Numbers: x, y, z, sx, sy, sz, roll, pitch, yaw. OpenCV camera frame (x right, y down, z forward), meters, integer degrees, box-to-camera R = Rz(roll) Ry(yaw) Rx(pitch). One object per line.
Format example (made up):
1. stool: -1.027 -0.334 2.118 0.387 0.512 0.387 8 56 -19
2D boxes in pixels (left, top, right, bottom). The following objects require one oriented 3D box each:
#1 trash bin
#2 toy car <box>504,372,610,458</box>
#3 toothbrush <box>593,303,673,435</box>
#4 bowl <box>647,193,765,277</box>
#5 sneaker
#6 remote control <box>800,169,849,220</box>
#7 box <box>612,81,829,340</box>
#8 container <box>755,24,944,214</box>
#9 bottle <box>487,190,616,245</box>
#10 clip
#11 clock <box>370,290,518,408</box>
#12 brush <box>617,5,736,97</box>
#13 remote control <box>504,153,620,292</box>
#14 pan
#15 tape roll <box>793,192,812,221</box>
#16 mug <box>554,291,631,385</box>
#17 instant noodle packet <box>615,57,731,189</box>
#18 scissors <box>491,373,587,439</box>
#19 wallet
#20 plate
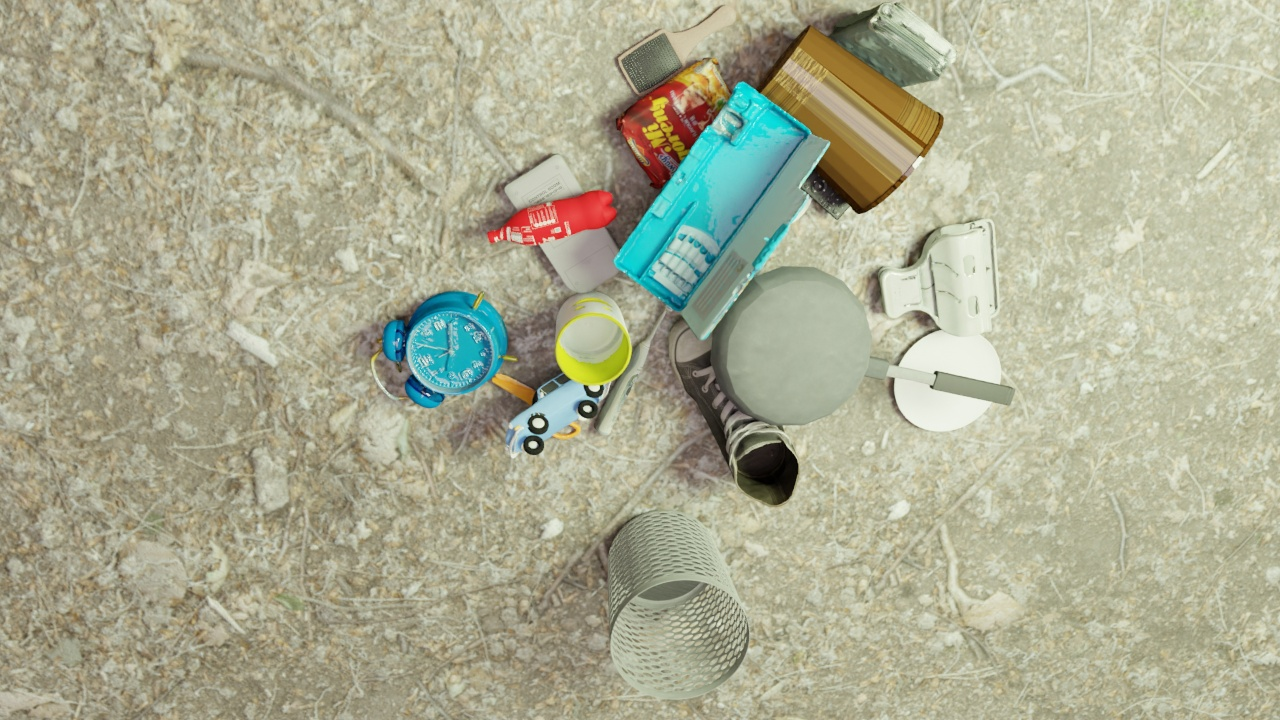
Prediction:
1. trash bin: 0.036 0.282 1.103 0.156 0.183 0.156 -2 109 -5
2. toy car: -0.097 0.054 1.051 0.055 0.153 0.056 44 145 19
3. toothbrush: -0.007 0.006 1.092 0.024 0.022 0.186 35 106 26
4. bowl: 0.074 -0.126 1.019 0.150 0.074 0.151 1 112 2
5. sneaker: 0.109 0.057 1.069 0.095 0.119 0.235 -23 106 3
6. remote control: 0.181 -0.212 1.025 0.140 0.009 0.030 38 102 -16
7. box: 0.093 -0.145 0.926 0.227 0.171 0.084 -54 145 13
8. container: 0.211 -0.260 0.972 0.167 0.132 0.132 37 102 -9
9. bottle: -0.097 -0.151 0.998 0.141 0.042 0.042 -15 109 0
10. clip: 0.355 -0.088 1.063 0.151 0.104 0.126 -15 107 -11
11. clock: -0.228 -0.008 1.047 0.161 0.060 0.117 -26 109 5
12. brush: 0.043 -0.338 0.984 0.136 0.015 0.050 -31 109 6
13. remote control: -0.083 -0.150 1.034 0.074 0.019 0.151 -31 108 5
14. pan: 0.251 0.007 0.997 0.357 0.041 0.179 12 104 -13
15. tape roll: 0.151 -0.197 1.042 0.093 0.013 0.093 -2 109 -5
16. mug: -0.055 -0.027 1.032 0.082 0.106 0.083 -2 108 -5
17. instant noodle packet: 0.048 -0.258 1.000 0.135 0.039 0.098 -32 115 5
18. scissors: -0.120 0.046 1.100 0.128 0.013 0.065 33 102 -15
19. wallet: 0.258 -0.325 0.946 0.100 0.131 0.054 27 100 -14
20. plate: 0.379 0.023 1.137 0.134 0.011 0.135 -1 109 -5
